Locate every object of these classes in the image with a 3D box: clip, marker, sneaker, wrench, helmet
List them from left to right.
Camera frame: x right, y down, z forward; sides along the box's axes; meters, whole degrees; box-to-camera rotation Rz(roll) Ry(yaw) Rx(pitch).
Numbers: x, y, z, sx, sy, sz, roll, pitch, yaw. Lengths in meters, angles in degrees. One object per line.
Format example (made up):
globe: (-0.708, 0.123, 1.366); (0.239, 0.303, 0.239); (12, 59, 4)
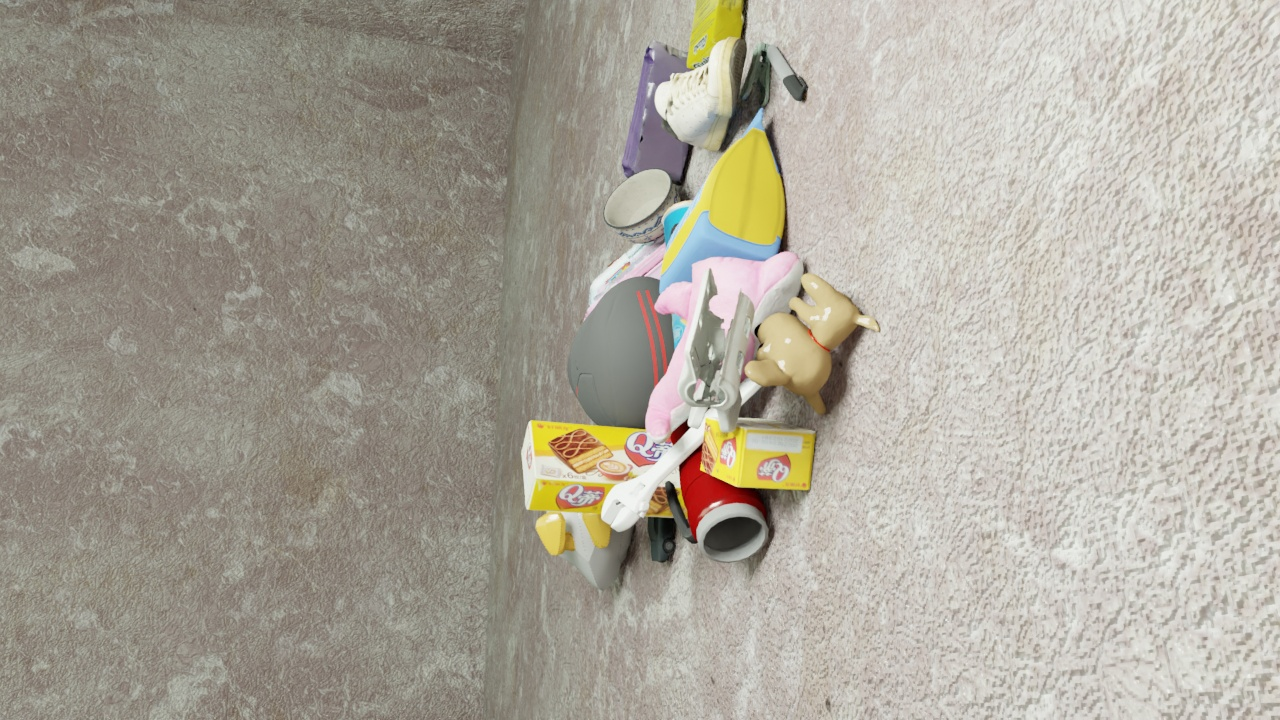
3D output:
helmet: (-0.008, 0.008, 1.275); (0.170, 0.164, 0.265); (-134, 39, -54)
wrench: (0.054, 0.095, 1.044); (0.274, 0.018, 0.066); (-46, 28, 12)
sneaker: (0.071, -0.339, 1.155); (0.242, 0.102, 0.089); (104, 179, -81)
clip: (0.080, 0.005, 0.870); (0.125, 0.092, 0.151); (-69, -29, -44)
clip: (0.145, -0.350, 1.122); (0.023, 0.035, 0.074); (171, 110, -75)
marker: (0.169, -0.335, 1.061); (0.022, 0.016, 0.138); (-39, 37, 23)

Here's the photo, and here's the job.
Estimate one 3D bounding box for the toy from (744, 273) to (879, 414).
toy: (0.158, -0.019, 0.864); (0.108, 0.134, 0.106); (-53, 48, 11)

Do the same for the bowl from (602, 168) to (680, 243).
bowl: (0.009, -0.219, 1.348); (0.116, 0.059, 0.115); (-21, 45, 22)

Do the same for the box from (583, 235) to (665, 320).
box: (-0.005, -0.133, 1.383); (0.202, 0.045, 0.154); (-38, 19, 24)

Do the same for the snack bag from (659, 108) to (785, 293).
snack bag: (0.103, -0.178, 1.100); (0.159, 0.102, 0.204); (126, 159, -60)

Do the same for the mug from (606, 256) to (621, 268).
mug: (0.000, -0.126, 1.466); (0.117, 0.081, 0.111); (-59, 28, 17)

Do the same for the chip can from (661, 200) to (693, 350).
chip can: (0.072, -0.096, 1.201); (0.080, 0.079, 0.229); (121, 150, -56)

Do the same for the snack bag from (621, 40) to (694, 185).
snack bag: (0.039, -0.363, 1.363); (0.058, 0.096, 0.206); (-113, 32, -60)

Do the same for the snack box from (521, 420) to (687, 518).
snack box: (-0.036, 0.143, 1.206); (0.110, 0.230, 0.062); (-104, 25, -50)

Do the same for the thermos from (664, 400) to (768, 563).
thermos: (0.077, 0.142, 1.062); (0.108, 0.084, 0.198); (-39, 32, 17)

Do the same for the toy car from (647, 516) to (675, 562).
toy car: (0.029, 0.230, 1.305); (0.046, 0.034, 0.112); (149, 125, -70)

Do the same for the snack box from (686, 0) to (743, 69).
snack box: (0.111, -0.500, 1.256); (0.121, 0.045, 0.181); (-176, 95, -75)

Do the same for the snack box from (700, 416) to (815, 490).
snack box: (0.120, 0.095, 0.956); (0.106, 0.083, 0.061); (-169, 84, -73)

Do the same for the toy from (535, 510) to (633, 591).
toy: (-0.080, 0.255, 1.508); (0.267, 0.141, 0.246); (-26, -75, -81)

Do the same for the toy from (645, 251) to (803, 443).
toy: (0.070, -0.030, 1.020); (0.266, 0.128, 0.186); (-55, 1, 24)
